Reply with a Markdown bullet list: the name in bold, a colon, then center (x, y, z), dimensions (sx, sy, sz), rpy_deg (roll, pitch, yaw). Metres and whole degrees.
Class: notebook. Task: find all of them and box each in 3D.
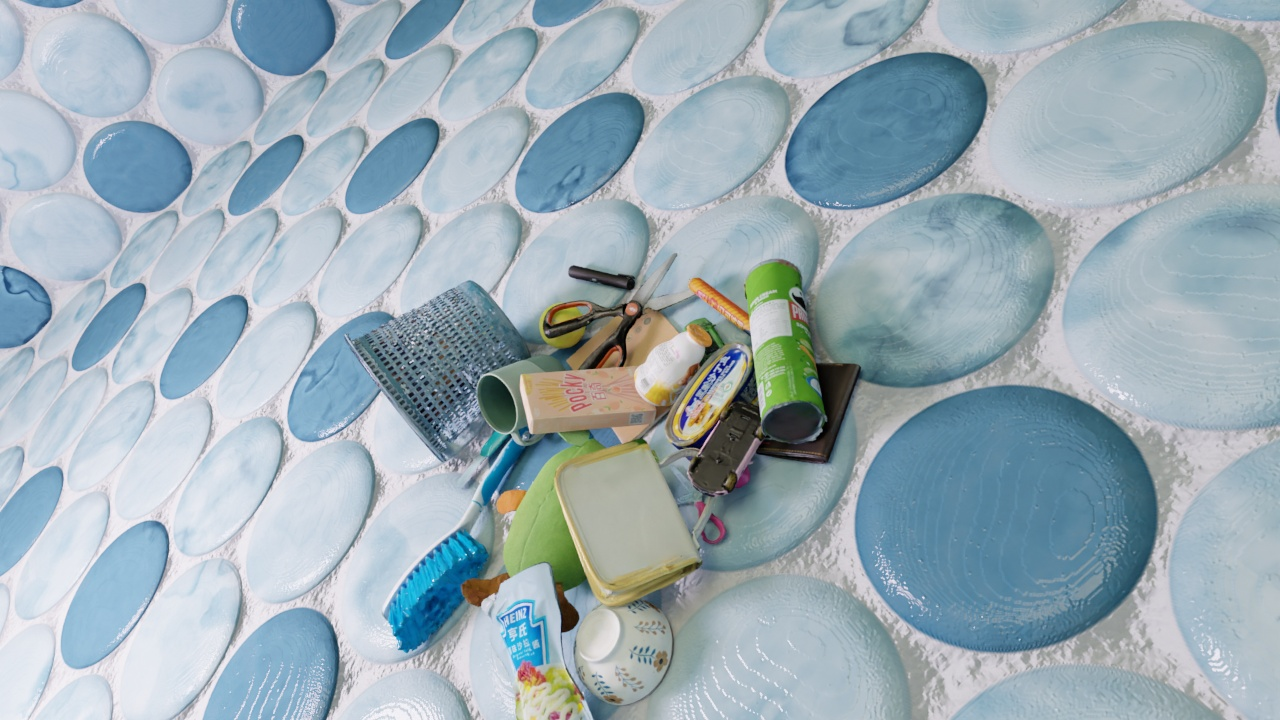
- **notebook**: center (-0.007, 0.007, 1.222), dimensions (0.148, 0.008, 0.207), rpy_deg (-42, 42, 3)

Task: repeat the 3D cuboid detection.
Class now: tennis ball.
- **tennis ball**: center (-0.111, -0.050, 1.306), dimensions (0.066, 0.065, 0.065), rpy_deg (-21, 47, 24)

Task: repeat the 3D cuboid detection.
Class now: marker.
- **marker**: center (-0.058, -0.124, 1.356), dimensions (0.132, 0.020, 0.022), rpy_deg (16, 80, 44)

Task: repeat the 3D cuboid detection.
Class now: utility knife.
- **utility knife**: center (-0.192, 0.099, 1.291), dimensions (0.209, 0.013, 0.029), rpy_deg (-50, 44, -9)

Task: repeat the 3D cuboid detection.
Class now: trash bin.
- **trash bin**: center (-0.272, -0.001, 1.307), dimensions (0.195, 0.227, 0.226), rpy_deg (-37, 41, -11)

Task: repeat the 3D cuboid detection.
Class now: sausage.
- **sausage**: center (0.111, -0.066, 1.167), dimensions (0.021, 0.021, 0.165), rpy_deg (-46, 48, -2)

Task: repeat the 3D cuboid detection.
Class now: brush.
- **brush**: center (-0.226, 0.225, 1.195), dimensions (0.314, 0.060, 0.109), rpy_deg (-49, 39, -9)

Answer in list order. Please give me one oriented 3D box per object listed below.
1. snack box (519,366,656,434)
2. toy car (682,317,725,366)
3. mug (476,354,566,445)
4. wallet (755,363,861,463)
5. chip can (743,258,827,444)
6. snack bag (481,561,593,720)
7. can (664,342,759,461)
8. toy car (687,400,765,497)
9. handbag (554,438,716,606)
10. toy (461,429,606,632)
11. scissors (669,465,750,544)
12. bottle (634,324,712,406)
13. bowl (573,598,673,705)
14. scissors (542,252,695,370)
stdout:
- **snack box**: center (-0.066, 0.048, 1.140), dimensions (0.157, 0.026, 0.084), rpy_deg (-4, 42, -16)
- **toy car**: center (0.082, -0.022, 1.149), dimensions (0.043, 0.036, 0.091), rpy_deg (-27, 39, -3)
- **mug**: center (-0.149, 0.055, 1.229), dimensions (0.082, 0.112, 0.106), rpy_deg (-2, 15, 43)
- **wallet**: center (0.186, 0.056, 1.026), dimensions (0.096, 0.020, 0.122), rpy_deg (4, 59, 41)
- **chip can**: center (0.161, -0.015, 1.042), dimensions (0.072, 0.072, 0.235), rpy_deg (-23, 40, 22)
- **snack bag**: center (-0.109, 0.321, 0.975), dimensions (0.111, 0.038, 0.191), rpy_deg (-36, 67, 37)
- **can**: center (0.091, 0.050, 1.081), dimensions (0.075, 0.049, 0.148), rpy_deg (27, 77, 47)
- **toy car**: center (0.098, 0.098, 1.013), dimensions (0.056, 0.037, 0.122), rpy_deg (24, 63, 24)
- **handbag**: center (0.009, 0.167, 1.005), dimensions (0.178, 0.063, 0.163), rpy_deg (-18, 58, -13)
- **toy**: center (-0.095, 0.195, 1.085), dimensions (0.227, 0.090, 0.246), rpy_deg (9, 60, 33)
- **scissors**: center (0.067, 0.160, 1.041), dimensions (0.134, 0.017, 0.128), rpy_deg (-23, 49, 29)
- **bottle**: center (0.041, 0.005, 1.113), dimensions (0.109, 0.063, 0.063), rpy_deg (-50, 37, 29)
- **bowl**: center (-0.029, 0.300, 0.971), dimensions (0.114, 0.062, 0.113), rpy_deg (-22, 47, 26)
- **scissors**: center (-0.033, -0.059, 1.239), dimensions (0.222, 0.022, 0.220), rpy_deg (14, 75, 20)
